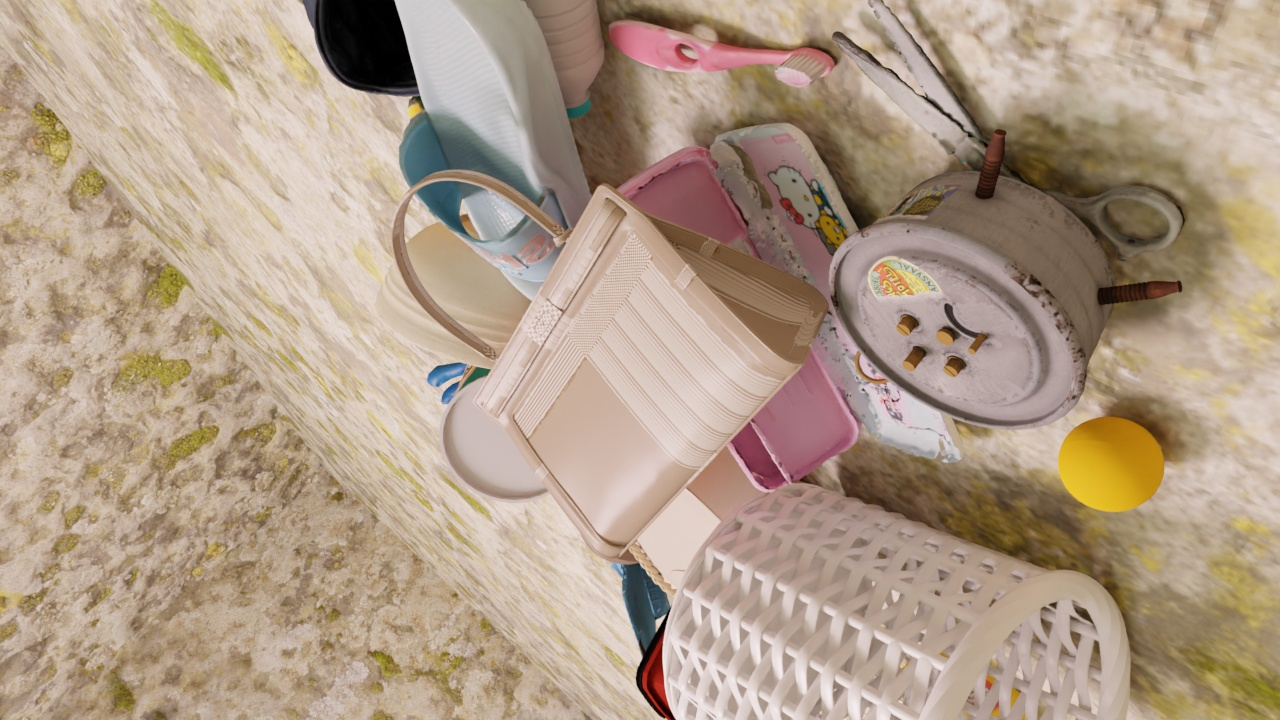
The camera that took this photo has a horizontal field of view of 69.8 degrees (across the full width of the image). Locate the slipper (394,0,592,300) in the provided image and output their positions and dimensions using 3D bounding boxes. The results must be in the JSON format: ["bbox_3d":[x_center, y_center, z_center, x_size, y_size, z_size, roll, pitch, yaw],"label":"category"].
[{"bbox_3d":[-0.086,-0.107,0.486,0.104,0.074,0.246,38,160,22],"label":"slipper"}]

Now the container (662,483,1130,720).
[{"bbox_3d":[0.140,0.183,0.526,0.187,0.189,0.189,15,142,53],"label":"container"}]

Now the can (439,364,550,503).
[{"bbox_3d":[-0.090,0.029,0.699,0.099,0.099,0.143,55,-168,-19],"label":"can"}]

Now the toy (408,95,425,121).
[{"bbox_3d":[-0.118,-0.151,0.613,0.103,0.046,0.084,21,153,52],"label":"toy"}]

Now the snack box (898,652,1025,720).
[{"bbox_3d":[0.222,0.259,0.670,0.083,0.061,0.106,36,155,22],"label":"snack box"}]

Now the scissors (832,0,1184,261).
[{"bbox_3d":[0.133,-0.066,0.357,0.153,0.014,0.131,33,153,24],"label":"scissors"}]

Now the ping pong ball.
[{"bbox_3d":[0.199,0.044,0.388,0.040,0.040,0.040,38,156,20],"label":"ping pong ball"}]

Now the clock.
[{"bbox_3d":[0.124,-0.018,0.369,0.104,0.056,0.148,42,159,3],"label":"clock"}]

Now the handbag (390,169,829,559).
[{"bbox_3d":[-0.041,-0.016,0.457,0.198,0.062,0.176,36,131,-1],"label":"handbag"}]

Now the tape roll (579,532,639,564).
[{"bbox_3d":[-0.010,0.135,0.825,0.093,0.093,0.030,46,157,1],"label":"tape roll"}]

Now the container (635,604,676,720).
[{"bbox_3d":[0.063,0.264,0.841,0.201,0.147,0.127,5,142,45],"label":"container"}]

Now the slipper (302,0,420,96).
[{"bbox_3d":[-0.162,-0.209,0.546,0.266,0.083,0.109,23,149,47],"label":"slipper"}]

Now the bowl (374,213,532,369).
[{"bbox_3d":[-0.106,-0.058,0.655,0.151,0.150,0.075,32,114,31],"label":"bowl"}]

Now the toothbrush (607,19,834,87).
[{"bbox_3d":[0.029,-0.139,0.415,0.135,0.016,0.022,25,149,40],"label":"toothbrush"}]

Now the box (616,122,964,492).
[{"bbox_3d":[0.071,-0.015,0.469,0.201,0.111,0.101,57,180,-22],"label":"box"}]

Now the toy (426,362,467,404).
[{"bbox_3d":[-0.158,0.038,0.947,0.176,0.071,0.113,21,151,55],"label":"toy"}]

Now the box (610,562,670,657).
[{"bbox_3d":[-0.004,0.217,0.952,0.232,0.060,0.175,78,172,-49],"label":"box"}]

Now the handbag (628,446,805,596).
[{"bbox_3d":[0.040,0.121,0.706,0.208,0.103,0.211,48,157,-8],"label":"handbag"}]

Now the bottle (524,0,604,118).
[{"bbox_3d":[-0.044,-0.177,0.441,0.044,0.044,0.136,33,154,29],"label":"bottle"}]
